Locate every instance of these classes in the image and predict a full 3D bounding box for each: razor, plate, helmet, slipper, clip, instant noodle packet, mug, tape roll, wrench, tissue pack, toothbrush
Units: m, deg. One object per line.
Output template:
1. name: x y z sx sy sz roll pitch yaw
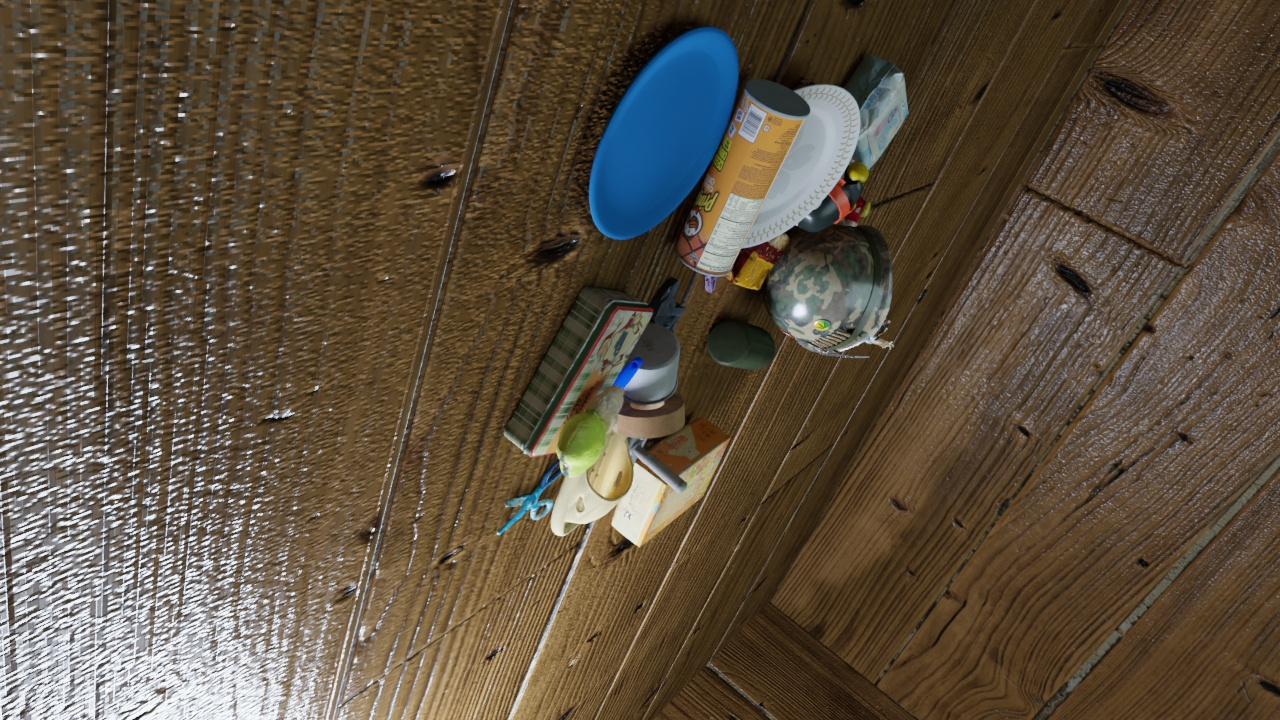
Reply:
1. razor: 0.021 0.153 1.345 0.047 0.116 0.088 -8 130 -55
2. plate: 0.169 -0.238 1.137 0.242 0.016 0.243 -25 148 -17
3. helmet: 0.299 -0.109 1.411 0.236 0.192 0.225 0 148 -19
4. slipper: -0.045 0.153 1.267 0.111 0.079 0.262 -32 149 -50
5. clip: 0.099 -0.117 1.247 0.046 0.014 0.050 -54 156 -8
6. instant noodle packet: 0.164 -0.150 1.294 0.099 0.040 0.135 -62 161 11
7. mug: -0.007 0.007 1.137 0.113 0.084 0.071 -11 141 -13
8. tape roll: 0.009 0.067 1.156 0.093 0.094 0.027 -27 120 -49
9. wrench: 0.013 0.003 1.234 0.073 0.022 0.274 -30 148 -45
10. tissue pack: 0.323 -0.341 1.295 0.112 0.070 0.181 -57 159 4
11. toothbrush: -0.043 0.049 1.132 0.018 0.016 0.183 -40 172 -49
12. plate: 0.019 -0.224 0.907 0.223 0.024 0.225 -43 156 -25

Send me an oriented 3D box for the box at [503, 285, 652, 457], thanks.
1. box: -0.068 0.014 1.051 0.206 0.050 0.117 -58 157 13

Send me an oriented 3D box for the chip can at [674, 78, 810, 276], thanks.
1. chip can: 0.110 -0.201 1.034 0.075 0.075 0.216 -30 153 -46

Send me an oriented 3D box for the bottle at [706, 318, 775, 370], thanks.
1. bottle: 0.171 -0.021 1.454 0.071 0.071 0.206 -58 158 10

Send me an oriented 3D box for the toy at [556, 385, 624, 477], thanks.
1. toy: -0.056 0.078 1.047 0.115 0.046 0.092 -54 162 -20

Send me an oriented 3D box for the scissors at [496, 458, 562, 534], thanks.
1. scissors: -0.136 0.175 1.203 0.134 0.012 0.134 -57 157 8

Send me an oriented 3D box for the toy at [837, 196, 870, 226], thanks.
1. toy: 0.309 -0.252 1.424 0.137 0.067 0.106 14 108 -54

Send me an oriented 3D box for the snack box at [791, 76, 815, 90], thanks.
1. snack box: 0.206 -0.294 1.176 0.051 0.032 0.141 -50 158 -10

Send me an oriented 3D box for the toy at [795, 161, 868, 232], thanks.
1. toy: 0.246 -0.227 1.275 0.119 0.097 0.100 -48 162 -8

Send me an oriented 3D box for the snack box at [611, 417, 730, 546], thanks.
1. snack box: 0.045 0.190 1.497 0.194 0.080 0.145 -29 147 -48
